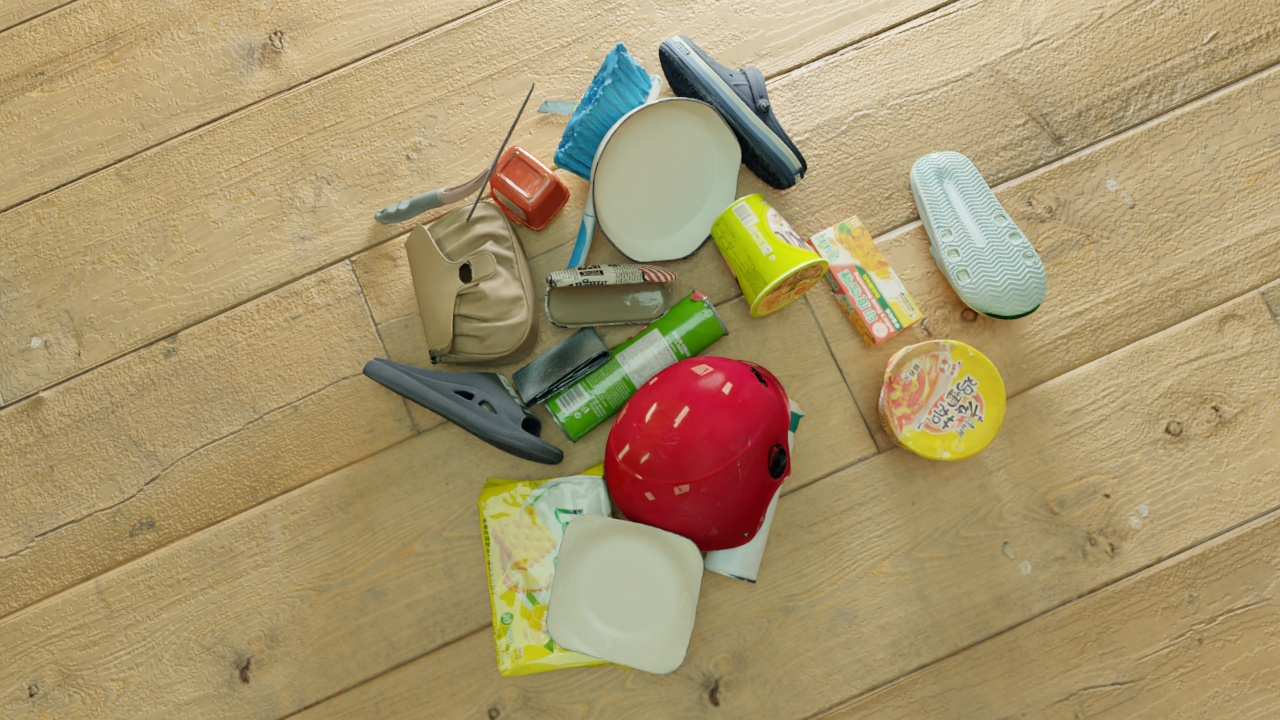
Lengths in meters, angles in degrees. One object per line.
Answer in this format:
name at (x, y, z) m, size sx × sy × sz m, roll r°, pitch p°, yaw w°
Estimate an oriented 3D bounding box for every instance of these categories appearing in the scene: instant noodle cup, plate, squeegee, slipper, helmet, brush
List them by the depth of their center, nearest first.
plate at (-0.015, 0.255, 1.019) m, size 0.164 × 0.034 × 0.164 m, roll 13°, pitch 98°, yaw 10°
helmet at (0.056, 0.092, 1.039) m, size 0.207 × 0.144 × 0.240 m, roll 20°, pitch 83°, yaw 34°
instant noodle cup at (0.344, 0.052, 1.082) m, size 0.138 × 0.110 × 0.138 m, roll 0°, pitch 82°, yaw 2°
slipper at (-0.206, 0.042, 1.110) m, size 0.268 × 0.111 × 0.083 m, roll 25°, pitch 80°, yaw 9°
plate at (0.026, -0.220, 1.114) m, size 0.205 × 0.205 × 0.045 m, roll -41°, pitch 41°, yaw -4°
brush at (-0.063, -0.220, 1.121) m, size 0.109 × 0.060 × 0.315 m, roll 26°, pitch 100°, yaw -29°
instant noodle cup at (0.150, -0.135, 1.127) m, size 0.111 × 0.112 × 0.123 m, roll -31°, pitch 73°, yaw -3°
slipper at (0.404, -0.151, 1.133) m, size 0.104 × 0.074 × 0.245 m, roll -19°, pitch 65°, yaw 1°
squeegee at (-0.242, -0.211, 1.136) m, size 0.250 × 0.040 × 0.247 m, roll -17°, pitch 42°, yaw 35°
slipper at (0.125, -0.326, 1.152) m, size 0.095 × 0.105 × 0.253 m, roll -41°, pitch 81°, yaw -5°

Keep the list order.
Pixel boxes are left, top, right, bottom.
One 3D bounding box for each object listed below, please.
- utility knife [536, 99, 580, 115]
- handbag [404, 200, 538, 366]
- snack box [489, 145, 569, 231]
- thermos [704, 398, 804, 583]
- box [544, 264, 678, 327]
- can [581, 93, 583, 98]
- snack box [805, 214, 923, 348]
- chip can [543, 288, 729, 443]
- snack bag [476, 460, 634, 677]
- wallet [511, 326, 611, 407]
utility knife at (-0.037, -0.326, 1.204) m, size 0.202 × 0.015 × 0.033 m, roll 5°, pitch 79°, yaw 3°
handbag at (-0.208, -0.092, 1.133) m, size 0.148 × 0.100 × 0.204 m, roll -17°, pitch 76°, yaw 2°
snack box at (-0.145, -0.219, 1.160) m, size 0.091 × 0.080 × 0.082 m, roll 38°, pitch 85°, yaw 7°
thermos at (0.134, 0.147, 1.098) m, size 0.073 × 0.073 × 0.224 m, roll 16°, pitch 82°, yaw 5°
box at (-0.035, -0.083, 1.120) m, size 0.162 × 0.086 × 0.075 m, roll -2°, pitch 82°, yaw -11°
can at (-0.034, -0.287, 1.170) m, size 0.083 × 0.057 × 0.102 m, roll 0°, pitch 96°, yaw 0°
snack box at (0.276, -0.099, 1.141) m, size 0.077 × 0.027 × 0.155 m, roll -28°, pitch 81°, yaw -19°
chip can at (-0.007, 0.007, 1.123) m, size 0.236 × 0.072 × 0.072 m, roll -36°, pitch 81°, yaw -3°
snack bag at (-0.101, 0.252, 1.091) m, size 0.158 × 0.068 × 0.246 m, roll -9°, pitch 82°, yaw 2°
wallet at (-0.098, 0.006, 1.122) m, size 0.121 × 0.097 × 0.019 m, roll -33°, pitch 116°, yaw -3°
